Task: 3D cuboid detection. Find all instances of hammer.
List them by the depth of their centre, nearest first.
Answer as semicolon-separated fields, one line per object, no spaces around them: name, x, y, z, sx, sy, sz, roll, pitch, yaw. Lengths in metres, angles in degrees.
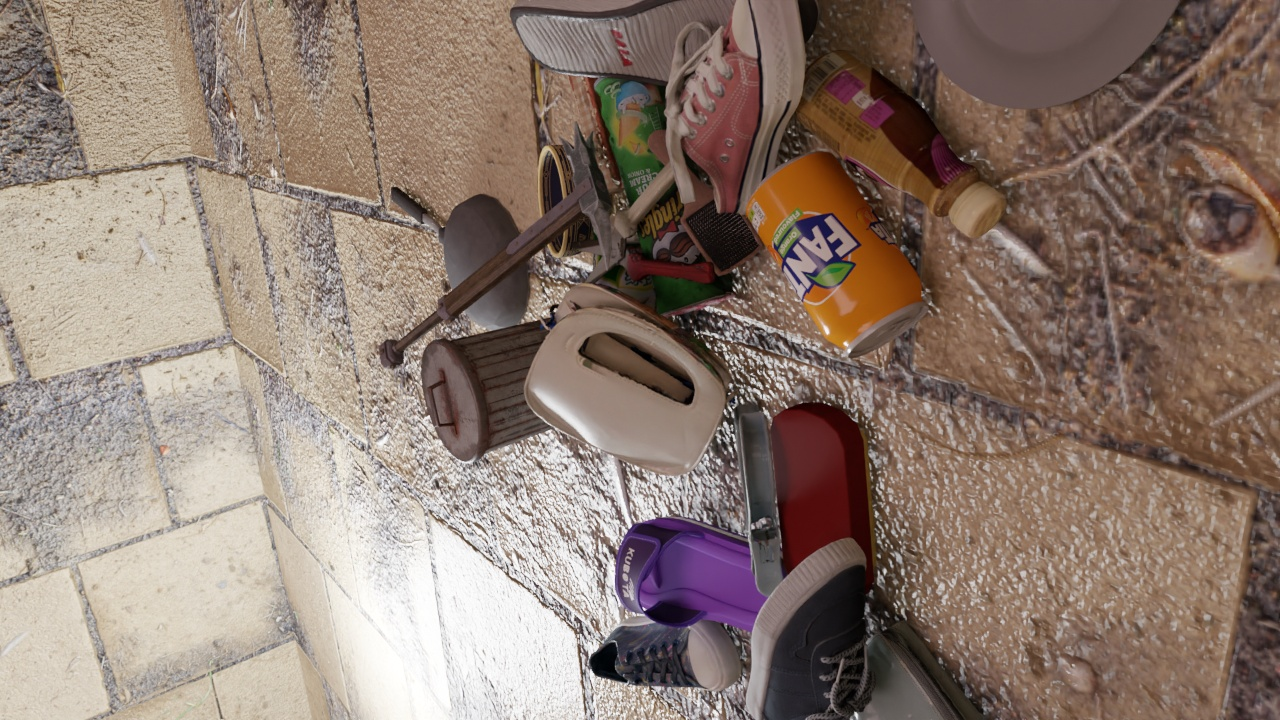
hammer;-0.148;-0.073;0.869;0.318;0.028;0.147;-33;58;29

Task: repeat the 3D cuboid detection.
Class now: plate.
plate;0.235;-0.240;0.537;0.178;0.012;0.179;27;126;46

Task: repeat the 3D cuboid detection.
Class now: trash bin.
trash bin;-0.126;0.022;0.983;0.131;0.210;0.131;28;126;46

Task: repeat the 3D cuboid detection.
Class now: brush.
brush;0.159;0.119;0.775;0.082;0.041;0.173;11;113;52
brush;0.050;-0.139;0.781;0.135;0.050;0.015;55;174;-3

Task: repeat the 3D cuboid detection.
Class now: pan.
pan;-0.261;-0.164;1.242;0.357;0.041;0.179;38;133;40

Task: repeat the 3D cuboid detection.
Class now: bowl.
bowl;-0.062;-0.164;0.937;0.112;0.061;0.112;172;90;-73

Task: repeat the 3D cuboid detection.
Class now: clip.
clip;0.103;0.120;0.784;0.141;0.029;0.171;51;-148;-83

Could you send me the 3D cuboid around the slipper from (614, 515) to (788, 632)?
slipper;0.040;0.223;0.936;0.267;0.083;0.107;-4;91;54

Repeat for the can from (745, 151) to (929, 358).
can;0.144;-0.079;0.677;0.142;0.079;0.079;61;144;17

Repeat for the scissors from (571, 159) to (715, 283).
scissors;0.001;-0.105;0.794;0.193;0.015;0.180;43;135;35

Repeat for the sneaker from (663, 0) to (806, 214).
sneaker;0.060;-0.188;0.669;0.241;0.088;0.118;92;171;-63

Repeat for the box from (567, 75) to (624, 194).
box;-0.035;-0.249;0.870;0.043;0.083;0.187;-14;91;37

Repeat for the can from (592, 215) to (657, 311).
can;-0.015;-0.077;0.912;0.067;0.067;0.121;34;130;43

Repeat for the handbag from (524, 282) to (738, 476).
handbag;-0.005;0.005;0.845;0.200;0.092;0.200;26;146;-2

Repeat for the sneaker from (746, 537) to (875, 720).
sneaker;0.145;0.245;0.735;0.087;0.089;0.236;44;142;40

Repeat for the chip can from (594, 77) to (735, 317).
chip can;0.022;-0.154;0.823;0.076;0.075;0.223;-15;92;56

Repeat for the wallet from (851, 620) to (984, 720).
wallet;0.224;0.292;0.753;0.131;0.054;0.101;53;133;31

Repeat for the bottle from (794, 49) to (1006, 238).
bottle;0.175;-0.145;0.621;0.166;0.059;0.060;50;140;29

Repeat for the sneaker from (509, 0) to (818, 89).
sneaker;0.027;-0.297;0.743;0.263;0.128;0.097;12;155;29

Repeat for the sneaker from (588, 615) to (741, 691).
sneaker;0.018;0.331;1.034;0.236;0.079;0.087;-20;88;56
